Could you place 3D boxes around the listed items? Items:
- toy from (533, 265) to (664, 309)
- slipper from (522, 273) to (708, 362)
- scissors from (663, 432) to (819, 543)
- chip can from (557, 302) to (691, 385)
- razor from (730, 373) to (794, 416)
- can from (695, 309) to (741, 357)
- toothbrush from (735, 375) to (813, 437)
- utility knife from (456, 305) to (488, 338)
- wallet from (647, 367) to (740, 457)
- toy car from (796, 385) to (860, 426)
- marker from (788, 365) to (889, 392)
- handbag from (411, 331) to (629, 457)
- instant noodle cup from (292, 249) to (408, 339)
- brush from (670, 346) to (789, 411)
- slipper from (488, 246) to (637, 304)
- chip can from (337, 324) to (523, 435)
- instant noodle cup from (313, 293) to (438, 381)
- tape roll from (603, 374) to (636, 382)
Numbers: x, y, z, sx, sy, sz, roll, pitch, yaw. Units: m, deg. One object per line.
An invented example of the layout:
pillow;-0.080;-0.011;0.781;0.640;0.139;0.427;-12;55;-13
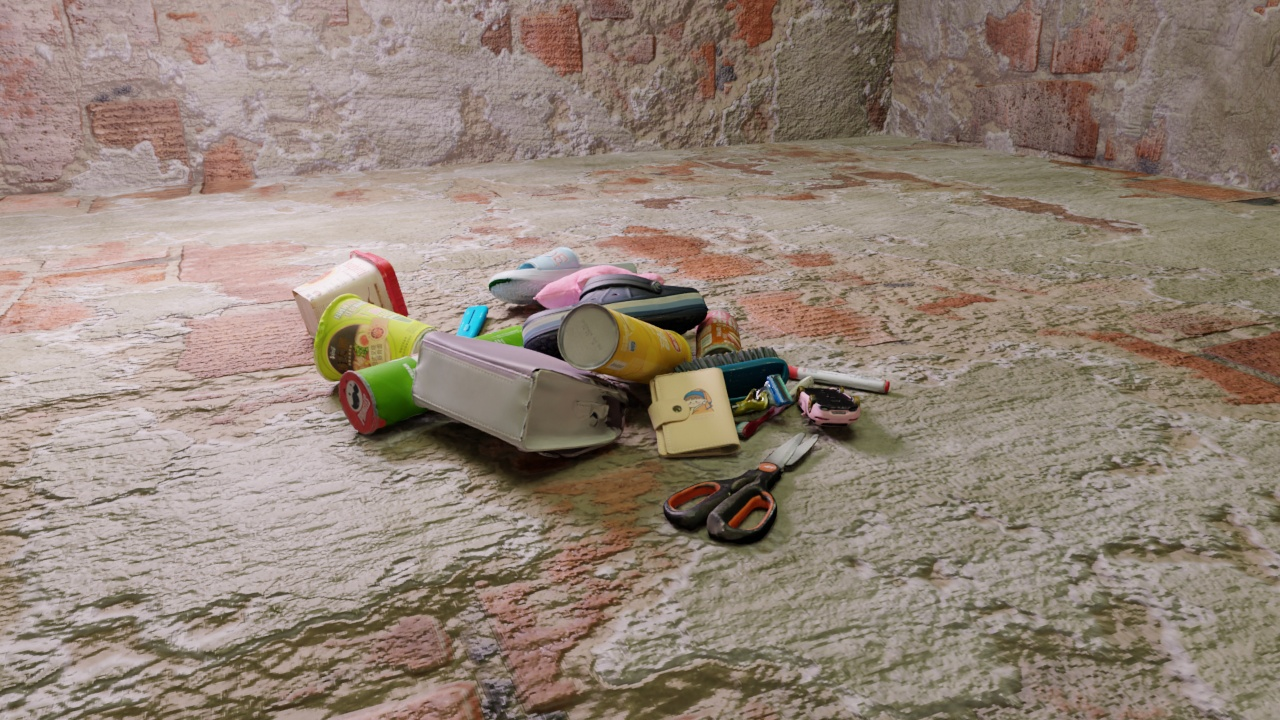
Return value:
toy;-0.071;-0.097;1.339;0.178;0.074;0.195;-3;-4;-17
slipper;-0.028;-0.064;1.122;0.252;0.095;0.105;-10;-21;-32
scissors;0.100;0.106;0.872;0.152;0.022;0.234;3;21;11
chip can;-0.012;-0.011;1.014;0.072;0.072;0.213;8;-2;24
razor;0.093;0.054;0.997;0.142;0.022;0.042;-17;48;-7
can;0.099;-0.018;1.161;0.058;0.058;0.147;0;20;3
toothbrush;0.154;0.050;1.036;0.017;0.016;0.187;1;18;35
utility knife;-0.244;-0.037;1.291;0.034;0.018;0.224;-1;21;-2
wallet;0.052;0.054;0.965;0.087;0.024;0.115;-8;44;0
toy car;0.205;0.050;1.005;0.056;0.037;0.122;3;7;-1
marker;0.227;0.021;1.110;0.145;0.017;0.017;9;22;26
handbag;-0.128;0.036;0.966;0.197;0.098;0.144;17;11;43
instant noodle cup;-0.414;-0.083;1.305;0.124;0.117;0.116;-28;31;-28
brush;0.107;0.027;1.048;0.143;0.055;0.073;-9;44;-19
slipper;-0.118;-0.140;1.442;0.244;0.074;0.104;-9;-8;-30
chip can;-0.224;0.018;1.060;0.072;0.072;0.235;17;26;41
instant noodle cup;-0.312;-0.015;1.117;0.123;0.112;0.111;13;23;16
tape roll;-0.007;0.007;1.163;0.086;0.014;0.085;-1;20;0
